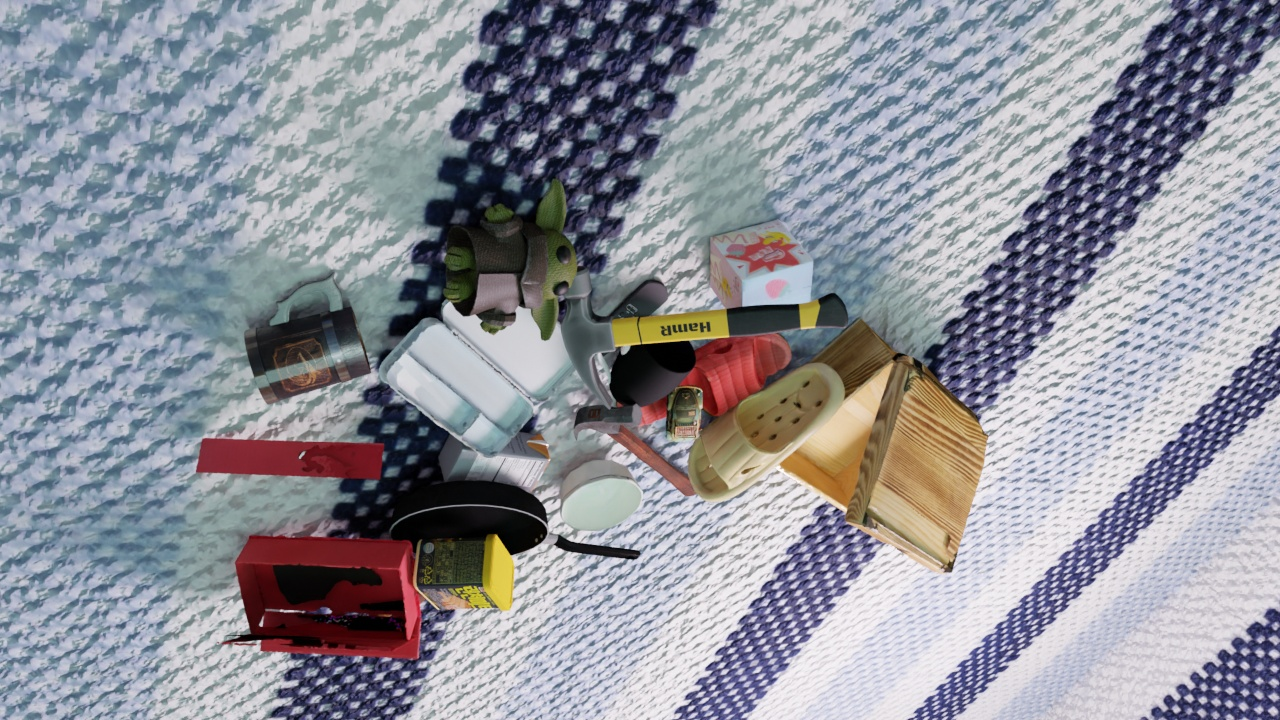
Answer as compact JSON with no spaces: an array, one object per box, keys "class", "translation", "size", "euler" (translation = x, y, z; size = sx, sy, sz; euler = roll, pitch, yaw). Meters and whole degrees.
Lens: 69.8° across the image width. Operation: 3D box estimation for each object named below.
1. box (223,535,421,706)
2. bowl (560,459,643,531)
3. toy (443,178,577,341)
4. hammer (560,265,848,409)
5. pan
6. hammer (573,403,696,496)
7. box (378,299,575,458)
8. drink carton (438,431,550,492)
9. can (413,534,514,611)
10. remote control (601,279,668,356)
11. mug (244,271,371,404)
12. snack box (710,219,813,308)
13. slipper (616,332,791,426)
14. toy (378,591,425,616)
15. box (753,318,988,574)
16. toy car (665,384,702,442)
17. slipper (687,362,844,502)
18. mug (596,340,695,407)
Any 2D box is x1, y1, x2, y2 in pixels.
[{"class":"box","translation":[-0.399,0.451,1.171],"size":[0.214,0.138,0.468],"euler":[3,100,0]},{"class":"bowl","translation":[-0.060,0.179,1.275],"size":[0.117,0.061,0.118],"euler":[-10,137,-10]},{"class":"toy","translation":[-0.136,-0.097,0.962],"size":[0.152,0.078,0.179],"euler":[-9,117,-34]},{"class":"hammer","translation":[0.070,-0.036,1.042],"size":[0.325,0.034,0.170],"euler":[-5,111,9]},{"class":"pan","translation":[-0.157,0.227,1.232],"size":[0.355,0.044,0.205],"euler":[14,145,-28]},{"class":"hammer","translation":[0.008,0.130,1.265],"size":[0.111,0.028,0.300],"euler":[-4,153,28]},{"class":"box","translation":[-0.177,0.002,1.063],"size":[0.190,0.038,0.209],"euler":[-50,136,-5]},{"class":"drink carton","translation":[-0.187,0.126,1.178],"size":[0.124,0.048,0.076],"euler":[11,124,-33]},{"class":"can","translation":[-0.229,0.281,1.205],"size":[0.101,0.072,0.131],"euler":[-3,150,4]},{"class":"remote control","translation":[-0.017,-0.052,1.124],"size":[0.124,0.009,0.046],"euler":[-41,134,14]},{"class":"mug","translation":[-0.348,-0.024,0.952],"size":[0.107,0.080,0.116],"euler":[-16,109,-14]},{"class":"snack box","translation":[0.142,-0.104,1.093],"size":[0.093,0.094,0.080],"euler":[-16,135,-12]},{"class":"slipper","translation":[0.091,0.033,1.221],"size":[0.248,0.059,0.104],"euler":[-21,136,-5]},{"class":"toy","translation":[-0.328,0.339,1.317],"size":[0.102,0.070,0.090],"euler":[-15,153,-45]},{"class":"box","translation":[0.368,0.132,1.306],"size":[0.270,0.263,0.279],"euler":[-44,132,14]},{"class":"toy car","translation":[0.056,0.080,1.190],"size":[0.047,0.047,0.112],"euler":[-1,139,-1]},{"class":"slipper","translation":[0.156,0.090,1.253],"size":[0.262,0.111,0.079],"euler":[-38,146,17]},{"class":"mug","translation":[-0.007,0.007,1.136],"size":[0.118,0.084,0.100],"euler":[19,133,-25]}]
